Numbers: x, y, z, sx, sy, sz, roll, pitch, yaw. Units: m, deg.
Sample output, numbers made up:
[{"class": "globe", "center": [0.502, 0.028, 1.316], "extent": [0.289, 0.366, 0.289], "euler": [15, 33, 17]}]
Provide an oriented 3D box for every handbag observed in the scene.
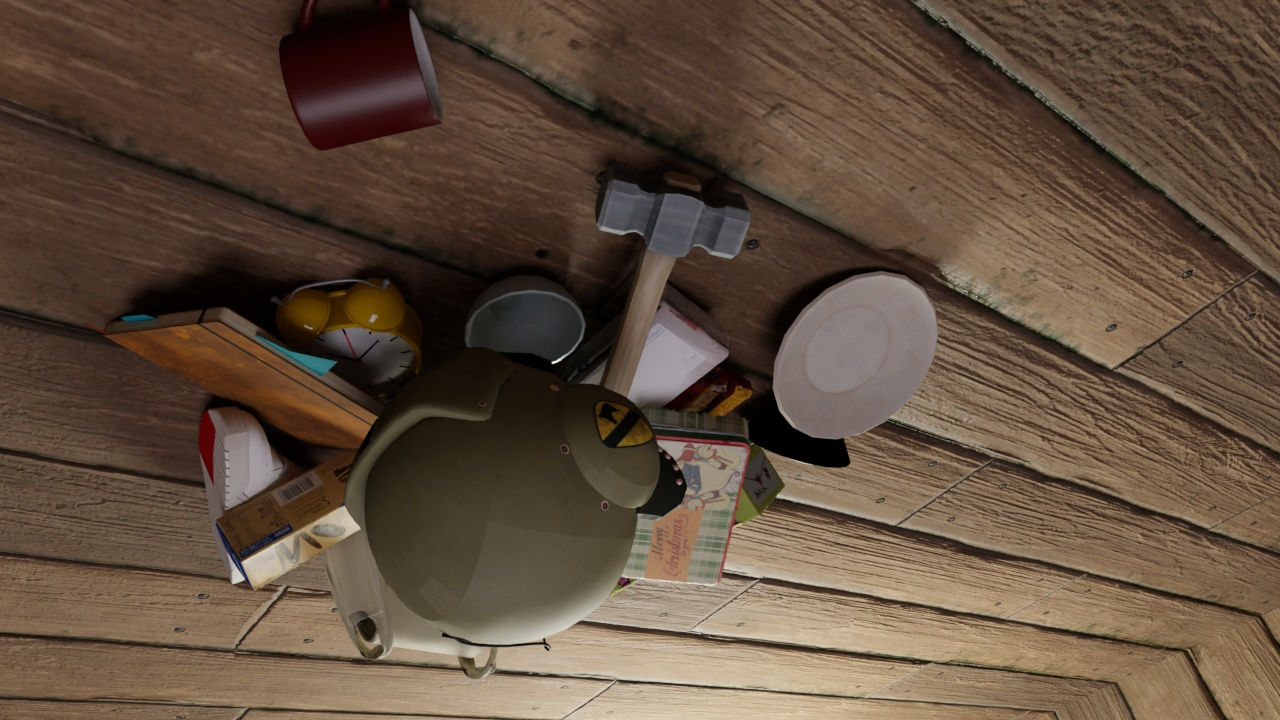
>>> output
[{"class": "handbag", "center": [-0.270, 0.265, 1.036], "extent": [0.132, 0.183, 0.229], "euler": [-26, 147, 20]}]

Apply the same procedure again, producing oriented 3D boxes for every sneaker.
[{"class": "sneaker", "center": [-0.370, 0.125, 0.914], "extent": [0.104, 0.090, 0.237], "euler": [-16, 140, -32]}]

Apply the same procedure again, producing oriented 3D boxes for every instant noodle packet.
[{"class": "instant noodle packet", "center": [0.046, 0.055, 0.961], "extent": [0.136, 0.039, 0.098], "euler": [-40, 152, 21]}]

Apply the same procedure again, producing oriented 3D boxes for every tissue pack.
[{"class": "tissue pack", "center": [-0.005, 0.005, 0.895], "extent": [0.104, 0.071, 0.182], "euler": [34, 121, -25]}]

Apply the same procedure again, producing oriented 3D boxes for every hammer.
[{"class": "hammer", "center": [-0.011, -0.013, 0.805], "extent": [0.117, 0.051, 0.324], "euler": [11, 123, -12]}]

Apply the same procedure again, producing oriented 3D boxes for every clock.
[{"class": "clock", "center": [-0.248, -0.019, 0.790], "extent": [0.113, 0.052, 0.152], "euler": [-10, 145, -6]}]

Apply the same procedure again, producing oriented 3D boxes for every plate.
[{"class": "plate", "center": [0.216, -0.007, 0.937], "extent": [0.188, 0.027, 0.189], "euler": [-9, 120, -17]}]

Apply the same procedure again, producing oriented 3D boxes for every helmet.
[{"class": "helmet", "center": [-0.113, 0.099, 0.748], "extent": [0.232, 0.255, 0.251], "euler": [15, 132, -37]}]

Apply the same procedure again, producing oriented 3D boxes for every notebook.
[{"class": "notebook", "center": [-0.312, 0.020, 0.785], "extent": [0.179, 0.014, 0.249], "euler": [-3, 150, 33]}]

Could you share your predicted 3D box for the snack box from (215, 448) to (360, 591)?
[{"class": "snack box", "center": [-0.295, 0.136, 0.889], "extent": [0.206, 0.057, 0.056], "euler": [-29, 149, -29]}]

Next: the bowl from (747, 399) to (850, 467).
[{"class": "bowl", "center": [0.178, 0.069, 1.011], "extent": [0.124, 0.124, 0.052], "euler": [9, 103, -27]}]

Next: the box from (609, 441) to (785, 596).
[{"class": "box", "center": [0.046, 0.177, 1.063], "extent": [0.221, 0.082, 0.124], "euler": [-33, 176, 27]}]

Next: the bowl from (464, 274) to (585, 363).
[{"class": "bowl", "center": [-0.105, -0.039, 0.818], "extent": [0.106, 0.039, 0.106], "euler": [-9, 142, -7]}]

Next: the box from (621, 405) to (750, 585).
[{"class": "box", "center": [0.040, 0.141, 0.924], "extent": [0.117, 0.050, 0.206], "euler": [9, 127, 0]}]

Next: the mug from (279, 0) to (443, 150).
[{"class": "mug", "center": [-0.181, -0.195, 0.586], "extent": [0.082, 0.073, 0.106], "euler": [-13, 113, -1]}]
